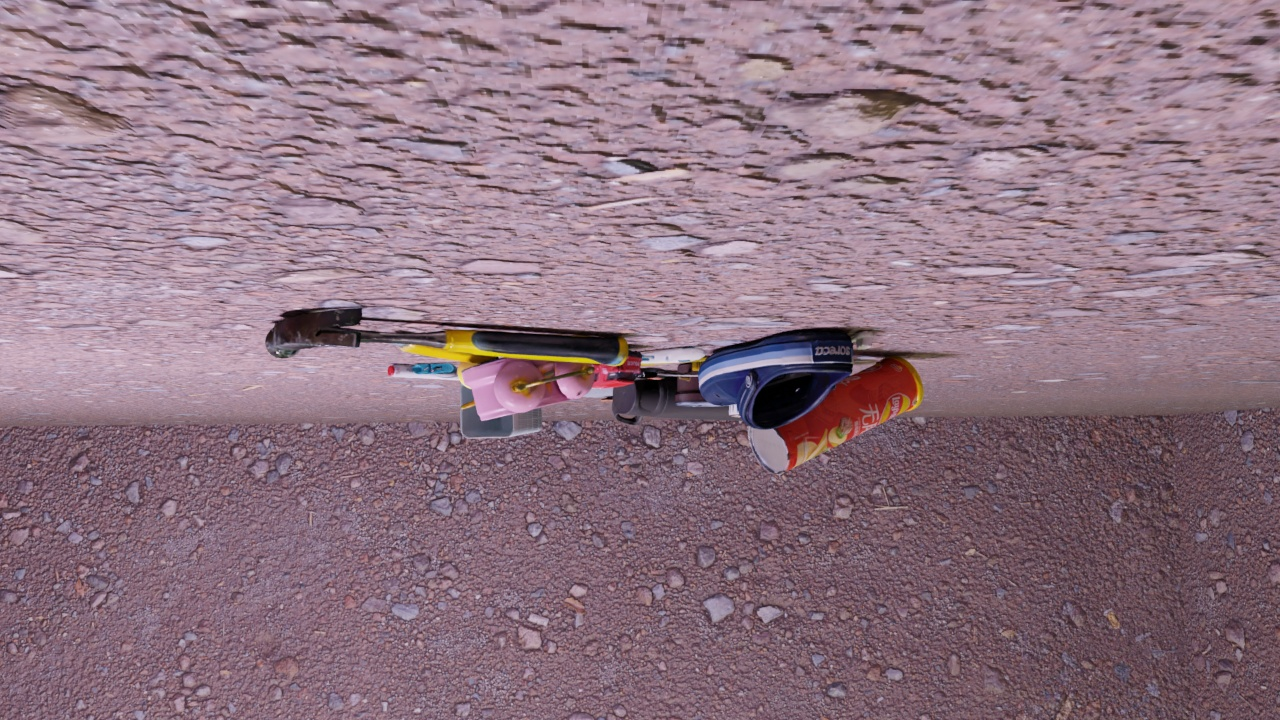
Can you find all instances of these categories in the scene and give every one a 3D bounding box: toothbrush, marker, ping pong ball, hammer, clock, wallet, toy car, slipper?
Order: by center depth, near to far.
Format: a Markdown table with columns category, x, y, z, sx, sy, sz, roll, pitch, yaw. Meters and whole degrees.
| category | x | y | z | sx | sy | sz | roll | pitch | yaw |
| --- | --- | --- | --- | --- | --- | --- | --- | --- | --- |
| hammer | -0.155 | -0.015 | 0.823 | 0.322 | 0.032 | 0.126 | 3 | 174 | -31 |
| clock | -0.115 | 0.022 | 0.954 | 0.117 | 0.060 | 0.159 | -12 | 177 | -36 |
| toothbrush | 0.207 | -0.012 | 0.973 | 0.016 | 0.016 | 0.180 | 2 | 174 | -9 |
| slipper | 0.147 | 0.026 | 0.979 | 0.105 | 0.095 | 0.253 | 4 | 170 | -19 |
| toy car | -0.054 | 0.009 | 1.018 | 0.121 | 0.045 | 0.052 | -3 | 173 | 40 |
| ping pong ball | -0.188 | 0.013 | 1.046 | 0.040 | 0.040 | 0.040 | -1 | 174 | 0 |
| toothbrush | -0.002 | -0.002 | 1.051 | 0.192 | 0.016 | 0.018 | -5 | -177 | 39 |
| toothbrush | -0.007 | 0.007 | 1.121 | 0.190 | 0.016 | 0.015 | -2 | 175 | 12 |
| marker | -0.262 | 0.017 | 1.197 | 0.145 | 0.017 | 0.017 | 5 | 172 | -45 |
| clock | 0.088 | 0.034 | 1.216 | 0.082 | 0.055 | 0.122 | -2 | 175 | 10 |
| wallet | -0.054 | 0.043 | 1.382 | 0.130 | 0.037 | 0.106 | -5 | 172 | 35 |

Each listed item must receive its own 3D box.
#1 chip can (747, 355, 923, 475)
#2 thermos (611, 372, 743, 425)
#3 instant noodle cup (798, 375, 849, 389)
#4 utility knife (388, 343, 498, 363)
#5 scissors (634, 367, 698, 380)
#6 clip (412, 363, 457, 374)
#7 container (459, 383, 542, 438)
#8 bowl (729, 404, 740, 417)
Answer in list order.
| category | x | y | z | sx | sy | sz | roll | pitch | yaw |
| --- | --- | --- | --- | --- | --- | --- | --- | --- | --- |
| chip can | 0.231 | 0.062 | 1.079 | 0.216 | 0.073 | 0.073 | -22 | -176 | -25 |
| thermos | 0.070 | 0.059 | 1.347 | 0.242 | 0.068 | 0.090 | 4 | 138 | -33 |
| instant noodle cup | 0.209 | 0.041 | 1.165 | 0.109 | 0.099 | 0.099 | -6 | 178 | -33 |
| utility knife | -0.196 | -0.012 | 0.928 | 0.033 | 0.015 | 0.176 | -12 | 170 | 22 |
| scissors | -0.001 | 0.018 | 1.145 | 0.139 | 0.021 | 0.236 | 8 | 173 | -42 |
| clip | -0.259 | 0.010 | 1.152 | 0.055 | 0.013 | 0.034 | -2 | 174 | -7 |
| container | -0.207 | 0.072 | 1.398 | 0.090 | 0.090 | 0.111 | -3 | 177 | 21 |
| bowl | 0.184 | 0.047 | 1.304 | 0.116 | 0.066 | 0.116 | 0 | 174 | 0 |
